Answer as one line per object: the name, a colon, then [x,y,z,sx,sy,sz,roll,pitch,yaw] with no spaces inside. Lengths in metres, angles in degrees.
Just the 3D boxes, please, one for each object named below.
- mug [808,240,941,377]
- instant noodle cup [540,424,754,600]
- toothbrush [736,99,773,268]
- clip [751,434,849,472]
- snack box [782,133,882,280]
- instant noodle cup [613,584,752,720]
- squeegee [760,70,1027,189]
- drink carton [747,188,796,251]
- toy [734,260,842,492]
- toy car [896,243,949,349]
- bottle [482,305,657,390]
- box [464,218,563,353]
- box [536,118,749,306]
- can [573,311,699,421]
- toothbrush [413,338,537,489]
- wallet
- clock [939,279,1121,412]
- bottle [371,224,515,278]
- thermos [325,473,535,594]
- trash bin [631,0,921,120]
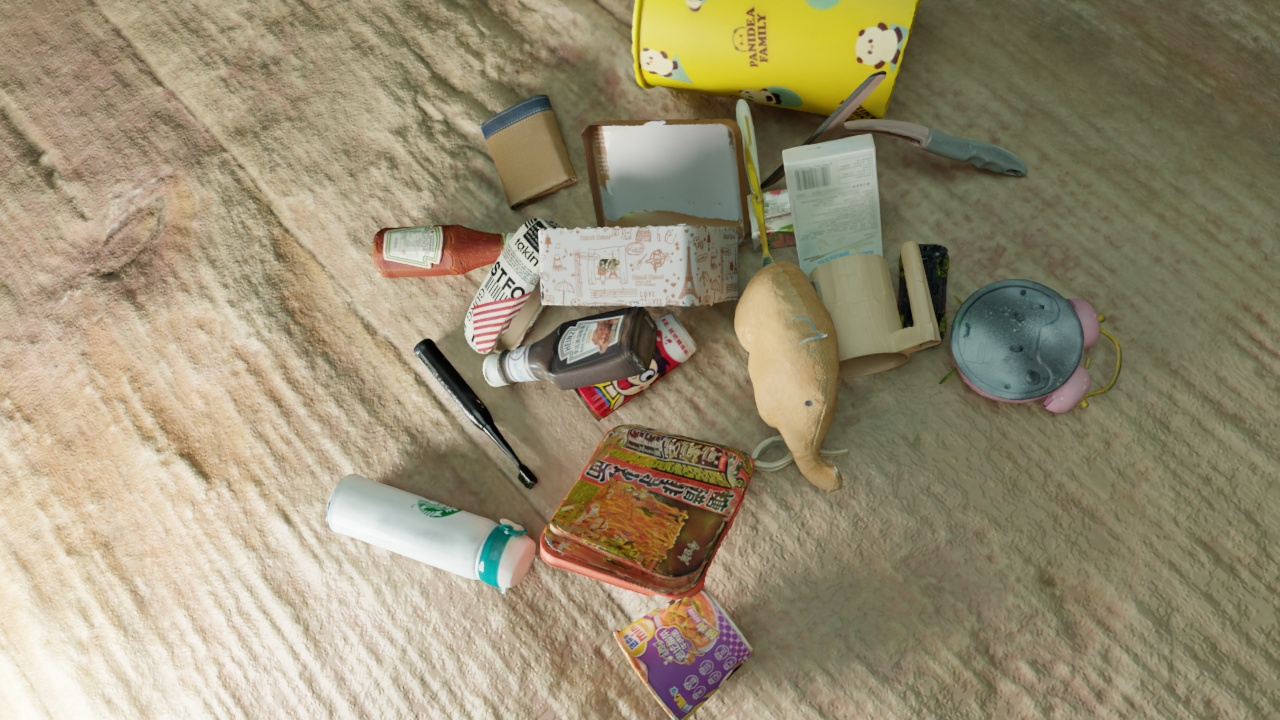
mug: [0.227,-0.049,0.897,0.125,0.084,0.103,-24,67,46]
instant noodle cup: [0.011,0.155,0.889,0.165,0.079,0.188,12,44,24]
toothbrush: [0.118,-0.171,0.936,0.016,0.018,0.191,-9,95,11]
clip: [0.155,0.089,0.925,0.097,0.034,0.061,-23,73,-1]
snack box: [0.192,-0.146,0.905,0.085,0.157,0.026,-9,48,11]
instant noodle cup: [0.046,0.275,0.875,0.099,0.111,0.111,-35,72,-5]
squeegee: [0.275,-0.215,0.910,0.249,0.248,0.040,5,76,-15]
drink carton: [0.176,-0.154,0.964,0.123,0.045,0.053,-7,75,12]
toy: [0.146,0.011,0.870,0.082,0.144,0.225,-7,59,-8]
toy car: [0.283,-0.064,0.925,0.049,0.031,0.106,2,91,12]
bottle: [-0.078,-0.005,0.955,0.195,0.044,0.079,-11,47,29]
box: [-0.130,-0.080,1.009,0.075,0.080,0.164,44,111,32]
box: [0.008,-0.155,0.929,0.183,0.156,0.192,3,100,26]
can: [-0.006,0.006,0.969,0.133,0.053,0.053,-35,72,4]
toothbrush: [-0.181,0.059,1.016,0.212,0.026,0.027,48,126,17]
wallet: [-0.129,-0.242,1.065,0.090,0.033,0.115,-23,75,10]
clock: [0.375,-0.011,0.877,0.159,0.060,0.117,11,80,16]
bottle: [-0.199,-0.126,1.043,0.206,0.060,0.059,-2,78,7]
thermos: [-0.220,0.181,0.976,0.224,0.073,0.073,15,82,16]
trash bin: [0.149,-0.363,0.931,0.255,0.229,0.229,17,82,11]
